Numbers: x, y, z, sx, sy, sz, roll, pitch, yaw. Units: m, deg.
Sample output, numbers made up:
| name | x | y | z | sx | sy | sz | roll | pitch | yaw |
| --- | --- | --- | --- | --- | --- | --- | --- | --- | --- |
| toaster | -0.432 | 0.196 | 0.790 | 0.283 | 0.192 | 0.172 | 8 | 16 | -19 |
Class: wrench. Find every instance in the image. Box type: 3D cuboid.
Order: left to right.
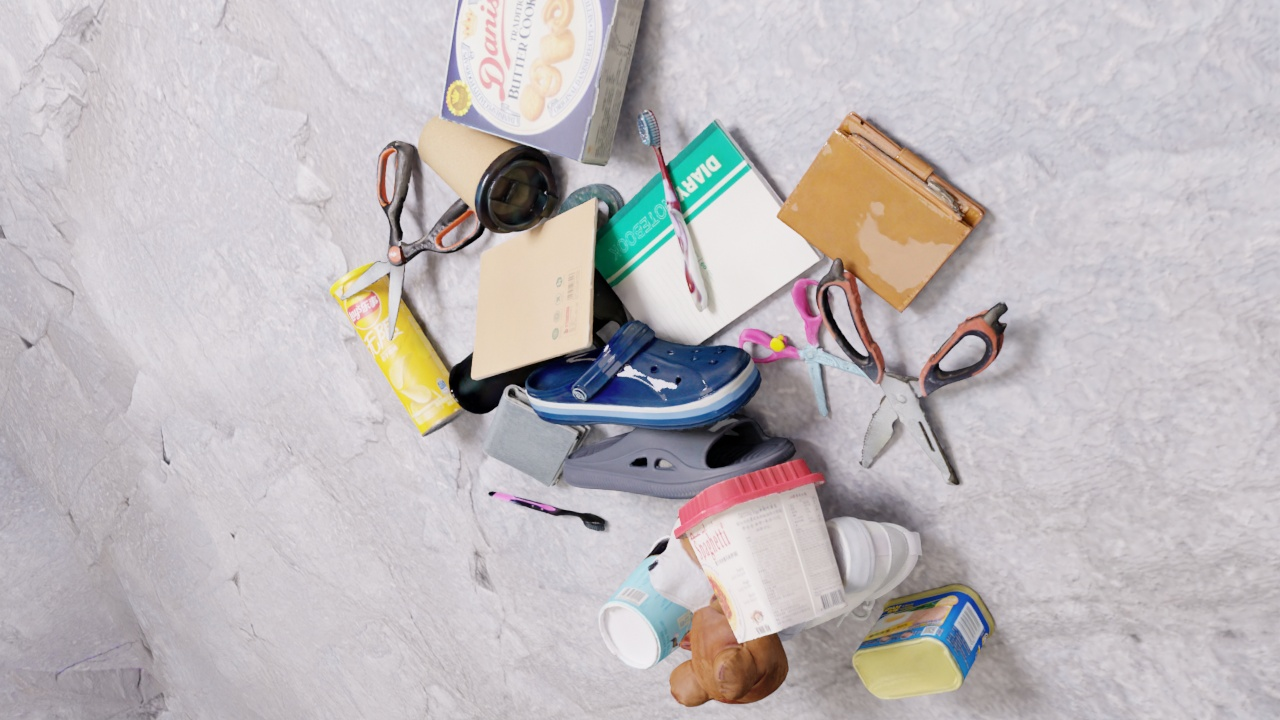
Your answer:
| name | x | y | z | sx | sy | sz | roll | pitch | yaw |
| --- | --- | --- | --- | --- | --- | --- | --- | --- | --- |
| wrench | -0.105 | -0.097 | 0.972 | 0.056 | 0.016 | 0.274 | 54 | 132 | 6 |

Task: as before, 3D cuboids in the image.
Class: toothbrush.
| name | x | y | z | sx | sy | sz | roll | pitch | yaw |
| --- | --- | --- | --- | --- | --- | --- | --- | --- | --- |
| toothbrush | -0.117 | 0.181 | 1.113 | 0.189 | 0.014 | 0.018 | 7 | 127 | 36 |
| toothbrush | 0.029 | -0.130 | 0.819 | 0.016 | 0.017 | 0.188 | -3 | 111 | 38 |

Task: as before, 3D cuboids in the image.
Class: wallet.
| name | x | y | z | sx | sy | sz | roll | pitch | yaw |
| --- | --- | --- | --- | --- | --- | --- | --- | --- | --- |
| wallet | -0.118 | 0.087 | 1.036 | 0.106 | 0.036 | 0.130 | 28 | 141 | -3 |
| wallet | 0.186 | -0.115 | 0.722 | 0.132 | 0.031 | 0.108 | 39 | 128 | 10 |

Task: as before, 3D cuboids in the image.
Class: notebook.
| name | x | y | z | sx | sy | sz | roll | pitch | yaw |
| --- | --- | --- | --- | --- | --- | --- | --- | --- | --- |
| notebook | -0.111 | -0.067 | 0.928 | 0.208 | 0.008 | 0.147 | -15 | 68 | 48 |
| notebook | 0.047 | -0.100 | 0.844 | 0.150 | 0.012 | 0.210 | 53 | 133 | -1 |

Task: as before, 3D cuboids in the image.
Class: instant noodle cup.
| name | x | y | z | sx | sy | sz | roll | pitch | yaw |
| --- | --- | --- | --- | --- | --- | --- | --- | --- | --- |
| instant noodle cup | 0.021 | 0.262 | 0.970 | 0.111 | 0.120 | 0.111 | 17 | 120 | 32 |
| instant noodle cup | 0.105 | 0.162 | 0.769 | 0.117 | 0.116 | 0.124 | 126 | 128 | -60 |

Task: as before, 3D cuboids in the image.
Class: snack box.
| name | x | y | z | sx | sy | sz | roll | pitch | yaw |
| --- | --- | --- | --- | --- | --- | --- | --- | --- | --- |
| snack box | -0.092 | -0.286 | 0.827 | 0.183 | 0.045 | 0.178 | 22 | 109 | 28 |

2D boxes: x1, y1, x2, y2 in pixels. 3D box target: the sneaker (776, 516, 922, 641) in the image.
| name | x | y | z | sx | sy | sz | roll | pitch | yaw |
| --- | --- | --- | --- | --- | --- | --- | --- | --- | --- |
| sneaker | 0.176 | 0.202 | 0.859 | 0.243 | 0.090 | 0.089 | 122 | 142 | -57 |

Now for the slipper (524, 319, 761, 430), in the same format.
| name | x | y | z | sx | sy | sz | roll | pitch | yaw |
| --- | --- | --- | --- | --- | --- | --- | --- | --- | --- |
| slipper | -0.005 | 0.005 | 0.860 | 0.253 | 0.104 | 0.095 | -4 | 120 | 35 |

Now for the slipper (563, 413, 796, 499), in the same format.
| name | x | y | z | sx | sy | sz | roll | pitch | yaw |
| --- | --- | --- | --- | --- | --- | --- | --- | --- | --- |
| slipper | 0.020 | 0.079 | 0.897 | 0.269 | 0.110 | 0.083 | -6 | 103 | 43 |

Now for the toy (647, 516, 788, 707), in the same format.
| name | x | y | z | sx | sy | sz | roll | pitch | yaw |
| --- | --- | --- | --- | --- | --- | --- | --- | --- | --- |
| toy | 0.066 | 0.222 | 0.869 | 0.140 | 0.130 | 0.199 | -42 | 42 | 53 |

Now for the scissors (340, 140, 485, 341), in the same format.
| name | x | y | z | sx | sy | sz | roll | pitch | yaw |
| --- | --- | --- | --- | --- | --- | --- | --- | --- | --- |
| scissors | -0.264 | -0.137 | 1.035 | 0.233 | 0.021 | 0.221 | -8 | 91 | 26 |

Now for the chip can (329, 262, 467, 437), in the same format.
| name | x | y | z | sx | sy | sz | roll | pitch | yaw |
| --- | --- | --- | --- | --- | --- | --- | --- | --- | --- |
| chip can | -0.292 | -0.014 | 1.121 | 0.072 | 0.071 | 0.213 | -34 | 89 | 42 |

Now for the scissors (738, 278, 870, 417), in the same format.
| name | x | y | z | sx | sy | sz | roll | pitch | yaw |
| --- | --- | --- | --- | --- | --- | --- | --- | --- | --- |
| scissors | 0.149 | -0.013 | 0.813 | 0.133 | 0.017 | 0.135 | 20 | 120 | 24 |

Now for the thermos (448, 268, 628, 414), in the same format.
| name | x | y | z | sx | sy | sz | roll | pitch | yaw |
| --- | --- | --- | --- | --- | --- | --- | --- | --- | --- |
| thermos | -0.110 | -0.009 | 0.985 | 0.090 | 0.068 | 0.243 | 47 | 133 | -12 |

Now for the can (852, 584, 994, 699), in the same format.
| name | x | y | z | sx | sy | sz | roll | pitch | yaw |
| --- | --- | --- | --- | --- | --- | --- | --- | --- | --- |
| can | 0.249 | 0.251 | 0.812 | 0.102 | 0.083 | 0.057 | -30 | 90 | 42 |

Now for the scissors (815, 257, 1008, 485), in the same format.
| name | x | y | z | sx | sy | sz | roll | pitch | yaw |
| --- | --- | --- | --- | --- | --- | --- | --- | --- | --- |
| scissors | 0.212 | 0.012 | 0.755 | 0.189 | 0.015 | 0.224 | 35 | 137 | 12 |

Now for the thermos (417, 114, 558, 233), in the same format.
| name | x | y | z | sx | sy | sz | roll | pitch | yaw |
| --- | --- | --- | --- | --- | --- | --- | --- | --- | --- |
| thermos | -0.158 | -0.193 | 0.925 | 0.143 | 0.092 | 0.093 | 38 | 129 | 30 |
